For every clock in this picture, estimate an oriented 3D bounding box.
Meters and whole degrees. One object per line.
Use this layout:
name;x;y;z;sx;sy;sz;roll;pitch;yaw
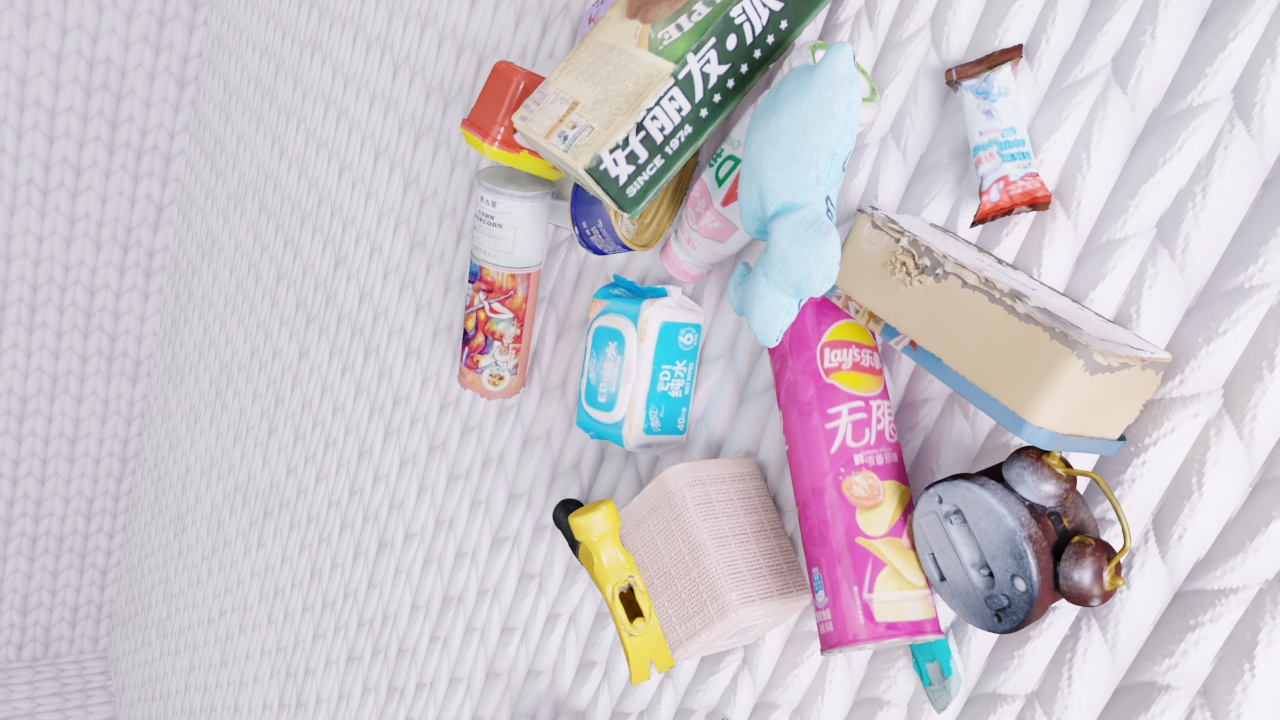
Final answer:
clock;0.192;0.089;0.463;0.082;0.055;0.122;68;155;15

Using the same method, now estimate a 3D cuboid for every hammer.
hammer;-0.034;0.144;0.687;0.301;0.032;0.129;-173;62;-78

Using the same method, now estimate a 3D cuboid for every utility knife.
utility knife;0.149;0.109;0.574;0.029;0.013;0.215;-41;55;38

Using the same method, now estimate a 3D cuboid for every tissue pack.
tissue pack;-0.004;0.004;0.739;0.090;0.063;0.140;17;100;52

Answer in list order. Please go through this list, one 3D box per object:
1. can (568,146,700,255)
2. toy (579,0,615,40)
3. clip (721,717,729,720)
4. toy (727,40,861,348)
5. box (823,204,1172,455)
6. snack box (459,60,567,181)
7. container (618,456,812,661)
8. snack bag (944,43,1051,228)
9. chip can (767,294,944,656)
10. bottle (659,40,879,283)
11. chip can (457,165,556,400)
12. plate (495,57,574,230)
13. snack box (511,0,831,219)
can;-0.003;-0.147;0.711;0.049;0.074;0.147;-2;56;42
toy;-0.021;-0.291;0.803;0.108;0.039;0.084;26;99;54
clip;0.069;0.287;0.661;0.056;0.014;0.043;55;129;38
toy;0.087;-0.100;0.536;0.162;0.049;0.156;123;144;-47
box;0.182;-0.018;0.480;0.184;0.089;0.061;51;124;47
snack box;-0.098;-0.210;0.803;0.082;0.091;0.080;41;112;46
container;0.051;0.138;0.640;0.090;0.089;0.111;-48;55;38
snack bag;0.201;-0.126;0.518;0.048;0.026;0.104;-13;77;39
chip can;0.123;0.064;0.550;0.072;0.071;0.210;-31;58;46
bottle;0.080;-0.127;0.643;0.197;0.068;0.068;-48;51;42
chip can;-0.130;-0.071;0.873;0.071;0.071;0.215;44;132;45
plate;-0.070;-0.207;0.866;0.266;0.034;0.162;27;108;50
snack box;0.027;-0.219;0.635;0.240;0.063;0.114;-48;45;0
